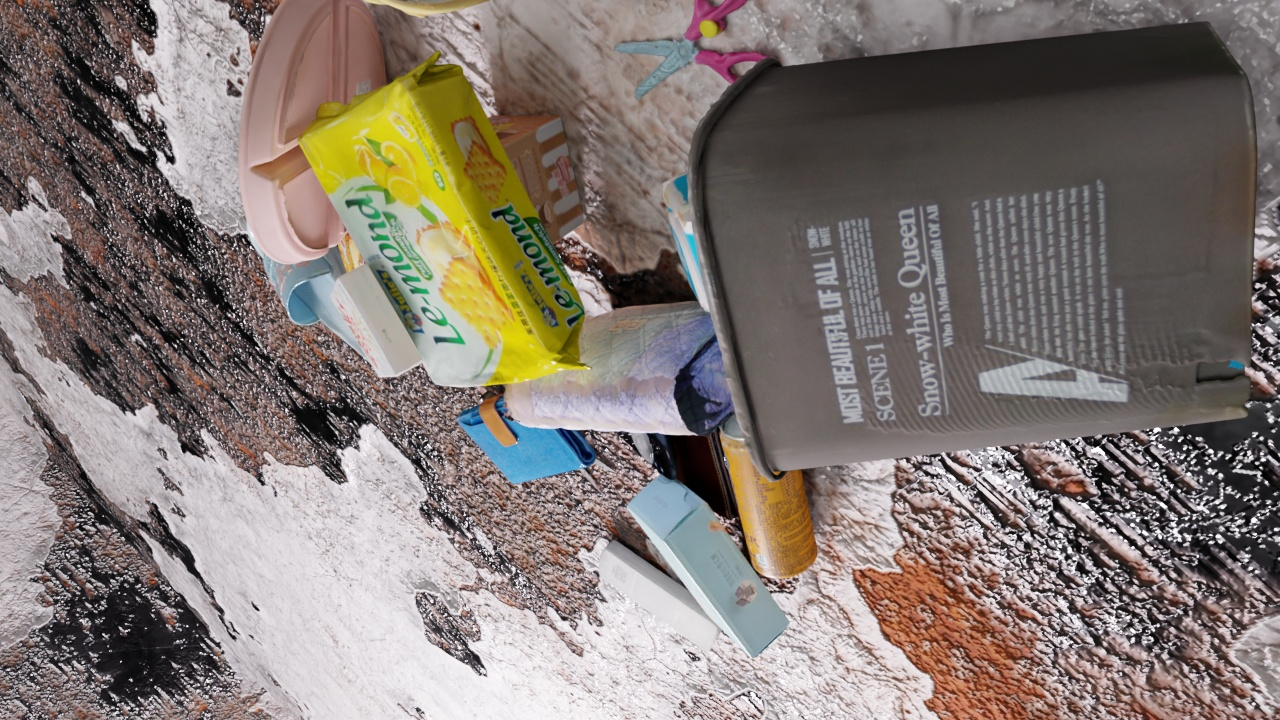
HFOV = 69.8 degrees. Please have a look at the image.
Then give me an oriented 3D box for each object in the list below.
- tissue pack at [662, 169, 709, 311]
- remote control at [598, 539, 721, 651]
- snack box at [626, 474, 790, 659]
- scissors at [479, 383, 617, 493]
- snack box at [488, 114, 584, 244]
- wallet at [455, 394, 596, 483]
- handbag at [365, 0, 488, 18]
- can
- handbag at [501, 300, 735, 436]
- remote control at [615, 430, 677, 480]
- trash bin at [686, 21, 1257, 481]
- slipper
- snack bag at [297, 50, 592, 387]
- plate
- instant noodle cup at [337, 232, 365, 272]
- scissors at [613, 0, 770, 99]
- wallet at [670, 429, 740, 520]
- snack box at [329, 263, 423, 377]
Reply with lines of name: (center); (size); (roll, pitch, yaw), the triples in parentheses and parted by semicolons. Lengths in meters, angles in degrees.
tissue pack: (0.057, -0.078, 0.613); (0.063, 0.140, 0.090); (-21, 112, 2)
remote control: (0.020, 0.247, 0.971); (0.150, 0.021, 0.058); (32, 137, 20)
snack box: (0.061, 0.182, 0.816); (0.175, 0.051, 0.074); (56, 167, -28)
scissors: (-0.102, 0.067, 0.953); (0.174, 0.014, 0.159); (4, 125, 38)
snack box: (-0.110, -0.137, 0.734); (0.077, 0.094, 0.093); (12, 128, 36)
wallet: (-0.119, 0.078, 0.938); (0.133, 0.040, 0.106); (-19, 115, 45)
handbag: (-0.144, -0.286, 0.598); (0.179, 0.162, 0.063); (27, 136, 27)
can: (0.106, 0.108, 0.756); (0.058, 0.058, 0.146); (7, 125, 39)
handbag: (-0.004, 0.004, 0.718); (0.194, 0.133, 0.075); (-4, 119, 43)
remote control: (0.001, 0.060, 0.821); (0.136, 0.024, 0.053); (37, 145, 52)
trash bin: (0.164, -0.058, 0.458); (0.220, 0.198, 0.199); (-3, 119, 26)
slipper: (-0.359, -0.071, 1.028); (0.245, 0.074, 0.104); (44, 141, 4)
snack bag: (-0.137, -0.091, 0.667); (0.158, 0.068, 0.246); (-7, 115, 45)
plate: (-0.256, -0.188, 0.745); (0.028, 0.228, 0.230); (13, 133, 2)
instant noodle cup: (-0.220, -0.094, 0.865); (0.124, 0.115, 0.116); (29, 138, 40)
scissors: (0.038, -0.201, 0.615); (0.105, 0.017, 0.136); (50, 145, -9)
wallet: (0.044, 0.071, 0.794); (0.096, 0.020, 0.122); (28, 140, 53)
snack box: (-0.217, -0.028, 0.746); (0.085, 0.026, 0.157); (61, 161, -9)
